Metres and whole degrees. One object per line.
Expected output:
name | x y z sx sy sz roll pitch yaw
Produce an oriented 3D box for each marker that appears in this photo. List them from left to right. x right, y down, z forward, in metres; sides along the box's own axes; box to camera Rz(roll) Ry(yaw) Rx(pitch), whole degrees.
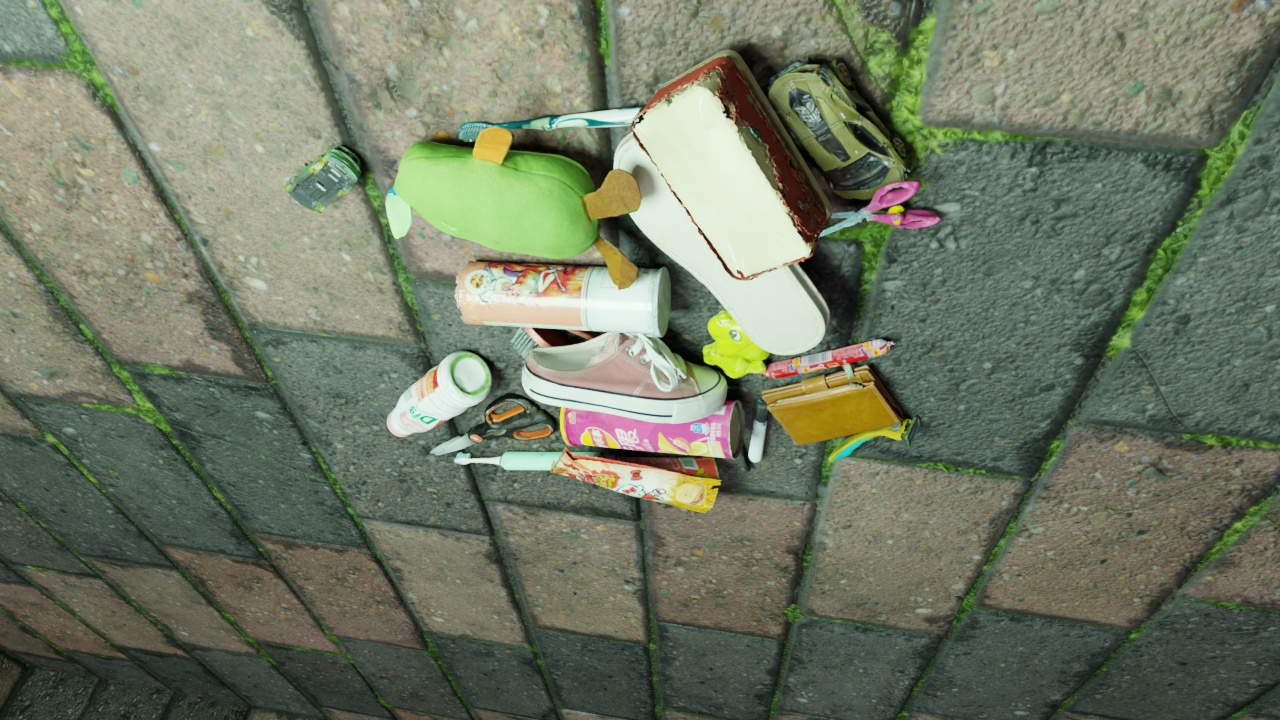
marker | 0.146 0.086 1.125 0.018 0.022 0.131 17 147 13

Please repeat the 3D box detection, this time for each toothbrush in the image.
toothbrush | -0.159 0.140 1.276 0.225 0.027 0.026 -2 137 18
toothbrush | -0.076 -0.208 0.811 0.192 0.018 0.016 0 142 18
toothbrush | 0.111 0.086 1.138 0.018 0.015 0.181 0 141 26

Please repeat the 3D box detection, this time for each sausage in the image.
sausage | 0.200 -0.001 0.995 0.156 0.020 0.020 -14 135 31

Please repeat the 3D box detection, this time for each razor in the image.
razor | 0.272 0.098 1.094 0.028 0.043 0.133 46 140 -13

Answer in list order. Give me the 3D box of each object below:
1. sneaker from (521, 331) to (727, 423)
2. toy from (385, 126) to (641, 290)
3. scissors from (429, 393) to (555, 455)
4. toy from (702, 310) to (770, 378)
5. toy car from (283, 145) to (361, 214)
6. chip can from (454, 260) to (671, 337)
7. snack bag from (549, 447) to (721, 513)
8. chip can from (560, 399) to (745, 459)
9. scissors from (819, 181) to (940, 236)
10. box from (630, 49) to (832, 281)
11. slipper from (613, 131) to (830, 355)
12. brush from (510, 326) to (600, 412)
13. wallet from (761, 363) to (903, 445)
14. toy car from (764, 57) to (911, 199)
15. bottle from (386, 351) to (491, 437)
sneaker | -0.006 0.006 0.990 0.240 0.118 0.088 6 118 -24
toy | -0.115 -0.146 0.846 0.247 0.089 0.227 15 156 3
scissors | -0.203 0.109 1.253 0.136 0.021 0.236 25 141 -17
toy | 0.107 -0.017 0.993 0.096 0.031 0.100 30 144 -20
toy car | -0.311 -0.178 0.903 0.091 0.036 0.043 -22 132 36
chip can | -0.080 -0.065 0.953 0.215 0.071 0.071 3 142 13
snack bag | -0.008 0.146 1.179 0.207 0.073 0.129 10 165 -9
chip can | 0.014 0.075 1.090 0.211 0.071 0.071 3 142 20
scissors | 0.199 -0.131 0.806 0.133 0.017 0.125 1 165 5
box | 0.074 -0.147 0.730 0.092 0.079 0.168 -18 120 40
slipper | 0.082 -0.112 0.856 0.114 0.054 0.274 -28 117 36
brush | -0.078 -0.010 1.039 0.146 0.063 0.069 38 106 -27
wallet | 0.216 0.051 1.045 0.131 0.035 0.119 -15 135 30
toy car | 0.164 -0.185 0.754 0.070 0.042 0.158 -24 132 39
bottle | -0.262 0.051 1.163 0.068 0.068 0.197 33 141 -24
